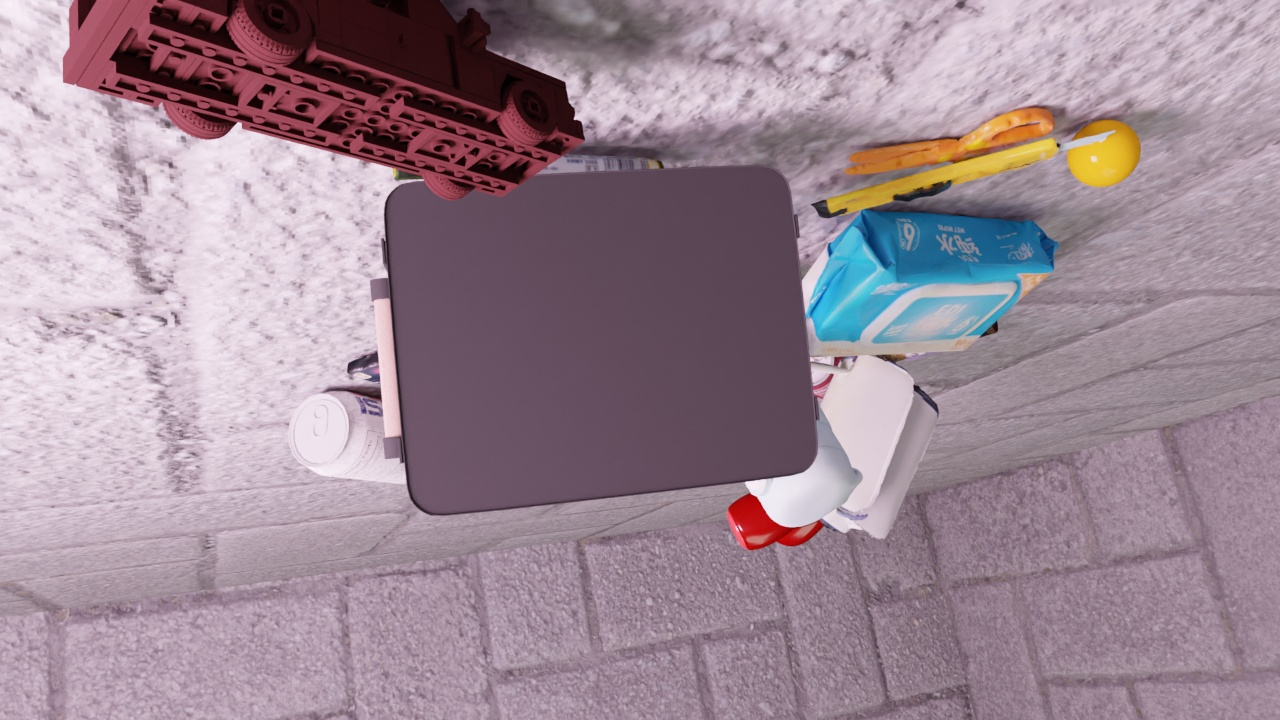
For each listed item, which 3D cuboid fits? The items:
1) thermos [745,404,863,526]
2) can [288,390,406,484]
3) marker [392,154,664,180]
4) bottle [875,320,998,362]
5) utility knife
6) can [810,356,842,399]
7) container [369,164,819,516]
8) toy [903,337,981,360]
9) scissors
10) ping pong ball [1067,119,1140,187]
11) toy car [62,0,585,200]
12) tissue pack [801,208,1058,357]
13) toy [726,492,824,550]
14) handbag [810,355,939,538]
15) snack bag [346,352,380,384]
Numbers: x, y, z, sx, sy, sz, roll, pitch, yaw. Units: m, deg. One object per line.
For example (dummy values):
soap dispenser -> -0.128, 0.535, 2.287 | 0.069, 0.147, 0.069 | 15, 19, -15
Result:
thermos -> 0.084, 0.022, 0.651 | 0.077, 0.206, 0.065 | 6, 131, -26
can -> -0.259, 0.074, 0.869 | 0.078, 0.078, 0.136 | -15, 164, 18
marker -> -0.056, -0.100, 0.480 | 0.146, 0.017, 0.017 | -3, 163, -24
bottle -> 0.267, -0.036, 0.845 | 0.105, 0.056, 0.056 | -19, 163, 29
utility knife -> 0.191, -0.113, 0.554 | 0.176, 0.017, 0.030 | -16, 175, 17
can -> 0.193, 0.008, 0.947 | 0.063, 0.063, 0.114 | -18, 163, 27
container -> -0.028, -0.009, 0.513 | 0.241, 0.162, 0.130 | -5, 177, -11
toy -> 0.311, -0.025, 0.958 | 0.080, 0.036, 0.100 | -11, 173, -39
scissors -> 0.181, -0.124, 0.558 | 0.131, 0.012, 0.073 | -11, 165, 0
ping pong ball -> 0.282, -0.126, 0.559 | 0.040, 0.040, 0.040 | -9, 165, -3
toy car -> -0.104, -0.109, 0.331 | 0.070, 0.061, 0.169 | -23, 160, 40
tissue pack -> 0.214, -0.056, 0.692 | 0.209, 0.066, 0.117 | -3, 148, -29
toy -> 0.129, 0.090, 0.944 | 0.121, 0.197, 0.158 | -29, 158, 27
handbag -> 0.183, 0.063, 0.836 | 0.176, 0.151, 0.074 | 36, 162, -23
snack bag -> -0.159, -0.007, 0.756 | 0.155, 0.018, 0.074 | -17, 162, 19
